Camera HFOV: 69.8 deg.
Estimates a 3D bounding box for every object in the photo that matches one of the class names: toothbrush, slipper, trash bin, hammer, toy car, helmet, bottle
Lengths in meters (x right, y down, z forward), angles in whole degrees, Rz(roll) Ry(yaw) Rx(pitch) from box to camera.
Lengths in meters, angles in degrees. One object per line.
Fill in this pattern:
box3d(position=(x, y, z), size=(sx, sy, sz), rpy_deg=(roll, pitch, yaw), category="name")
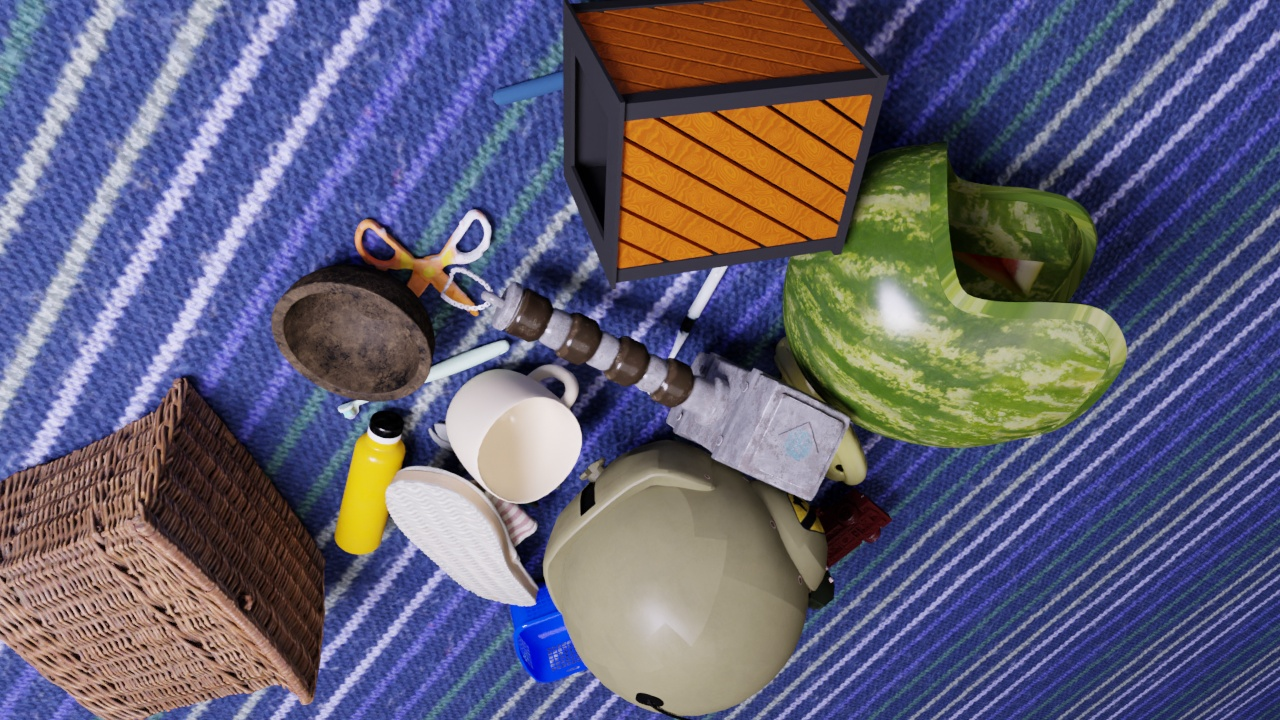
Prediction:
box3d(position=(-0.026, -0.212, 0.668), size=(0.167, 0.014, 0.014), rpy_deg=(-18, 138, -6), category="toothbrush")
box3d(position=(-0.184, 0.015, 0.787), size=(0.155, 0.015, 0.022), rpy_deg=(-23, 165, -1), category="toothbrush")
box3d(position=(0.045, -0.043, 0.826), size=(0.017, 0.012, 0.187), rpy_deg=(16, 120, -25), category="toothbrush")
box3d(position=(-0.154, 0.164, 0.868), size=(0.115, 0.052, 0.263), rpy_deg=(6, 145, 15), category="slipper")
box3d(position=(0.046, -0.159, 0.637), size=(0.171, 0.139, 0.140), rpy_deg=(-10, 137, -14), category="trash bin")
box3d(position=(-0.004, 0.005, 0.742), size=(0.326, 0.177, 0.079), rpy_deg=(25, 90, -20), category="hammer")
box3d(position=(0.194, 0.204, 1.037), size=(0.170, 0.061, 0.070), rpy_deg=(-41, 129, 14), category="toy car")
box3d(position=(0.032, 0.184, 0.824), size=(0.251, 0.255, 0.233), rpy_deg=(-42, 132, 13), category="helmet")
box3d(position=(0.162, 0.061, 0.900), size=(0.081, 0.091, 0.190), rpy_deg=(-28, 127, 6), category="slipper")
box3d(position=(-0.240, 0.109, 0.821), size=(0.043, 0.043, 0.144), rpy_deg=(7, 123, -24), category="bottle")
box3d(position=(0.236, -0.046, 0.753), size=(0.247, 0.212, 0.244), rpy_deg=(26, 133, -4), category="helmet")

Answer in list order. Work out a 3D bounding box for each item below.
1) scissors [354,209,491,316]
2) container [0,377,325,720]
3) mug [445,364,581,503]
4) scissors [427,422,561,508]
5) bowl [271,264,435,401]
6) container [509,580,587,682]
box3d(position=(-0.165, -0.076, 0.726), size=(0.131, 0.011, 0.125), rpy_deg=(-34, 130, 12), category="scissors")
box3d(position=(-0.397, 0.176, 0.748), size=(0.183, 0.162, 0.250), rpy_deg=(-19, 129, 0), category="container")
box3d(position=(-0.107, 0.049, 0.788), size=(0.120, 0.100, 0.096), rpy_deg=(-47, 127, -8), category="mug")
box3d(position=(-0.133, 0.096, 0.867), size=(0.145, 0.019, 0.133), rpy_deg=(-8, 126, -12), category="scissors")
box3d(position=(-0.214, -0.030, 0.708), size=(0.121, 0.056, 0.121), rpy_deg=(5, 134, 5), category="bowl")
box3d(position=(-0.091, 0.290, 1.005), size=(0.096, 0.058, 0.114), rpy_deg=(-18, 130, -5), category="container")
